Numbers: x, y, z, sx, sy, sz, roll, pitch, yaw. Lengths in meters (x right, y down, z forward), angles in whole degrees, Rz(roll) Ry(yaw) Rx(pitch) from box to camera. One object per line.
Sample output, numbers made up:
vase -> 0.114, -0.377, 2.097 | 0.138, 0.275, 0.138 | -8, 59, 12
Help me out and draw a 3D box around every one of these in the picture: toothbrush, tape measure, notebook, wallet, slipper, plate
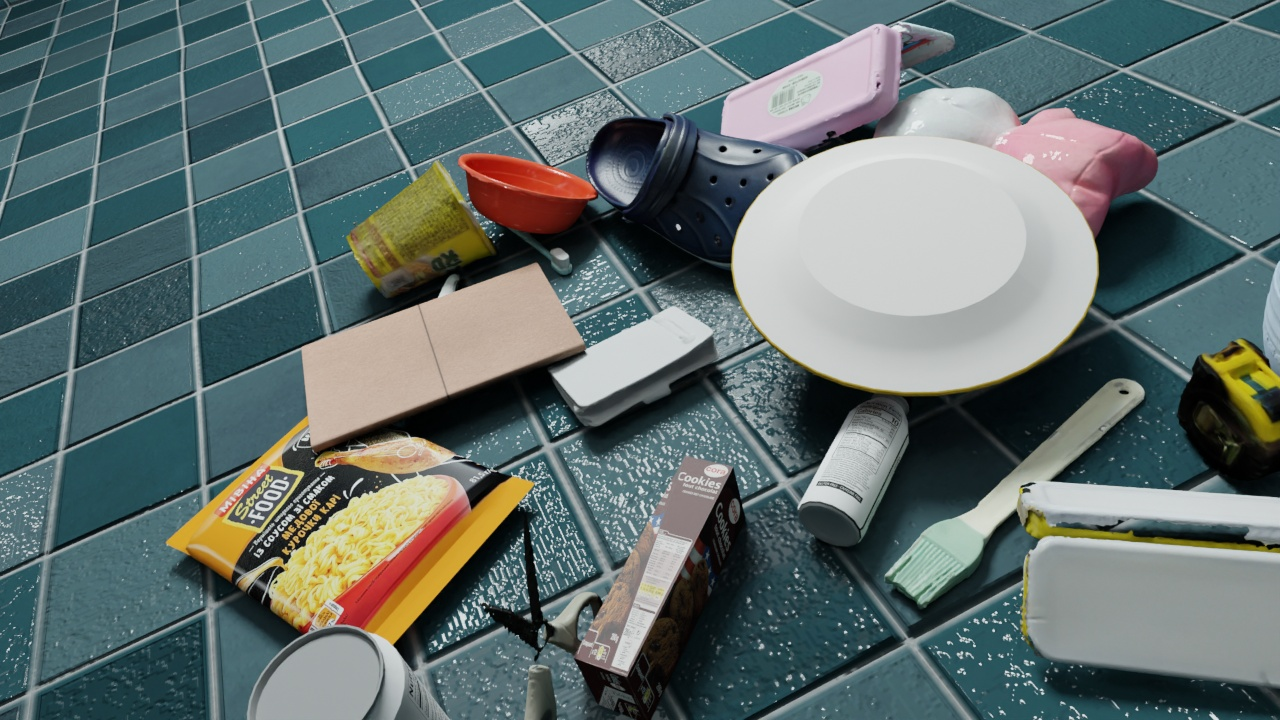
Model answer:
toothbrush -> -0.112, -0.123, 0.865 | 0.016, 0.017, 0.180 | -28, 41, -21
tape measure -> 0.330, 0.034, 0.506 | 0.038, 0.067, 0.062 | -20, 51, -6
toothbrush -> -0.177, -0.012, 0.765 | 0.017, 0.016, 0.188 | 3, 45, 7
notebook -> -0.161, -0.009, 0.726 | 0.209, 0.008, 0.141 | -21, 37, -9
wallet -> -0.004, 0.004, 0.680 | 0.116, 0.032, 0.086 | -27, 31, -8
slipper -> 0.032, -0.147, 0.756 | 0.253, 0.095, 0.105 | 28, 96, 43
plate -> 0.174, -0.076, 0.596 | 0.230, 0.021, 0.229 | -6, 52, 8

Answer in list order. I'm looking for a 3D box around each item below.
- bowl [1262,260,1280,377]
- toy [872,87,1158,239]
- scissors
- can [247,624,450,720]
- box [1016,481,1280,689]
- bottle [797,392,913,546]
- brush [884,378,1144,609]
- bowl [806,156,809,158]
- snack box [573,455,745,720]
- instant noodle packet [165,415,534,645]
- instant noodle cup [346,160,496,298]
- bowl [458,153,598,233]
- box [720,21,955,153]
bowl -> 0.410, 0.004, 0.493 | 0.150, 0.075, 0.150 | -1, 41, 1
toy -> 0.272, -0.157, 0.717 | 0.141, 0.084, 0.213 | -43, 47, -17
scissors -> -0.046, 0.147, 0.458 | 0.013, 0.157, 0.169 | 3, 0, 18
can -> -0.125, 0.188, 0.438 | 0.070, 0.132, 0.070 | -10, 42, 8
box -> 0.300, 0.113, 0.457 | 0.210, 0.080, 0.084 | 3, 4, 17
bottle -> 0.137, 0.057, 0.562 | 0.041, 0.041, 0.115 | 14, 50, 31
brush -> 0.227, 0.071, 0.540 | 0.217, 0.012, 0.033 | -34, 44, -20
bowl -> 0.122, -0.144, 0.788 | 0.106, 0.039, 0.106 | -10, 42, 9
snack box -> 0.016, 0.125, 0.521 | 0.032, 0.051, 0.140 | 10, 48, 28
instant noodle packet -> -0.204, 0.106, 0.631 | 0.221, 0.032, 0.159 | 18, 51, 33
instant noodle cup -> -0.200, -0.111, 0.828 | 0.108, 0.102, 0.102 | -32, 43, -4
bowl -> -0.106, -0.149, 0.842 | 0.130, 0.045, 0.130 | 14, 21, -6
box -> 0.171, -0.229, 0.816 | 0.202, 0.103, 0.101 | -7, 76, 56
